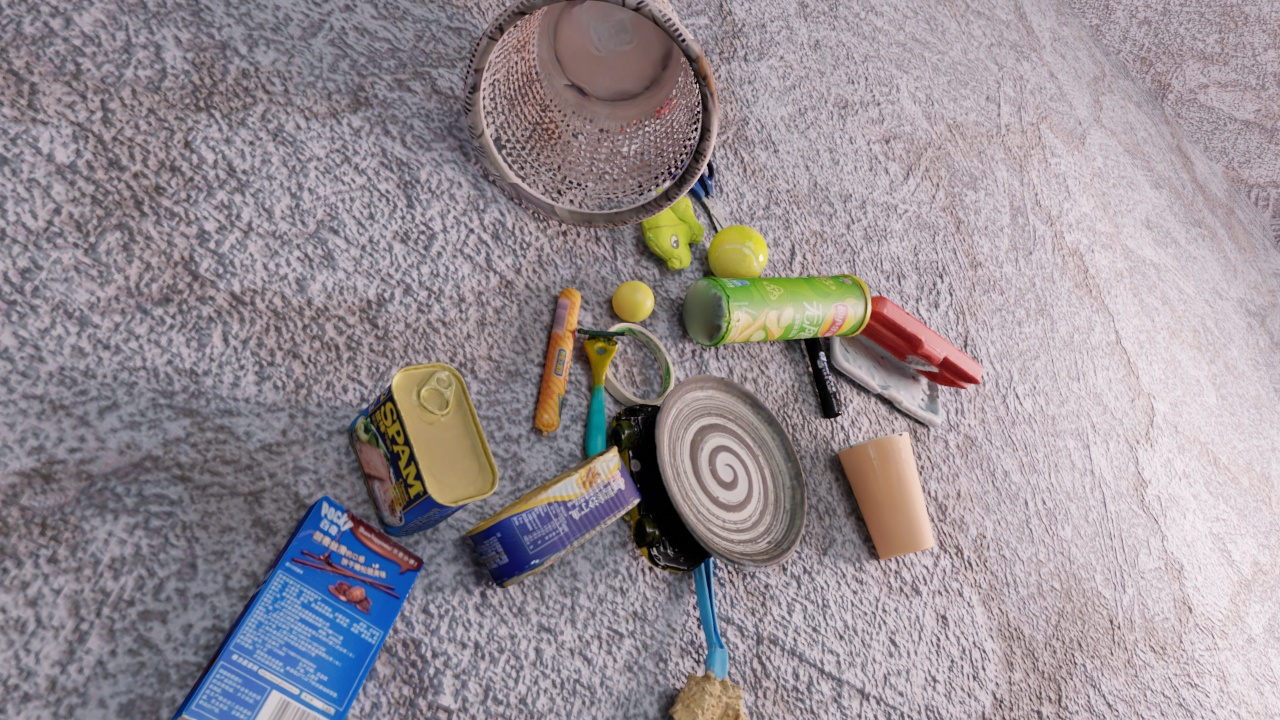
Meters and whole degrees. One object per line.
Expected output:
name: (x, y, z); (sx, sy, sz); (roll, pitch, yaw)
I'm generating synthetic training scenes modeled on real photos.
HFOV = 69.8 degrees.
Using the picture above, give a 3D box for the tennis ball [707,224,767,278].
tennis ball: (0.106, -0.115, 0.999); (0.065, 0.066, 0.065); (21, 52, -31)

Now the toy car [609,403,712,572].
toy car: (0.016, 0.109, 0.795); (0.071, 0.041, 0.155); (-2, 65, -28)

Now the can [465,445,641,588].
can: (-0.063, 0.117, 0.702); (0.147, 0.075, 0.049); (-27, 88, -46)

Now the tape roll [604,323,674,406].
tape roll: (-0.005, 0.005, 0.865); (0.085, 0.014, 0.085); (21, 53, -31)

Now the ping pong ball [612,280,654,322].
ping pong ball: (-0.007, -0.057, 0.882); (0.040, 0.040, 0.040); (21, 52, -31)

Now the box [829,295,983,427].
box: (0.311, 0.009, 1.109); (0.201, 0.095, 0.098); (29, 78, -27)

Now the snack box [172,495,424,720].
snack box: (-0.207, 0.171, 0.575); (0.084, 0.026, 0.156); (38, 45, -17)

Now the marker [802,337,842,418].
marker: (0.201, 0.003, 1.042); (0.020, 0.022, 0.132); (0, 66, -30)

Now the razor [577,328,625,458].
razor: (-0.037, 0.033, 0.805); (0.043, 0.028, 0.132); (5, 67, -8)

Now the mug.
mug: (0.264, 0.145, 0.976); (0.078, 0.078, 0.122); (-2, 72, -42)

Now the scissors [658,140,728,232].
scissors: (0.072, -0.182, 1.051); (0.141, 0.012, 0.170); (18, 55, -35)

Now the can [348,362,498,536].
can: (-0.155, 0.065, 0.644); (0.057, 0.083, 0.102); (-11, 72, -45)

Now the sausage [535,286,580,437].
sausage: (-0.072, -0.003, 0.805); (0.021, 0.022, 0.164); (27, 50, -26)

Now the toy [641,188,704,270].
toy: (0.032, -0.141, 0.976); (0.099, 0.031, 0.096); (-17, 77, -50)

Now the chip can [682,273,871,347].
chip can: (0.146, -0.055, 0.975); (0.220, 0.073, 0.072); (-5, 68, -35)

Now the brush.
brush: (0.055, 0.229, 0.768); (0.083, 0.046, 0.254); (21, 49, -26)

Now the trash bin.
trash bin: (-0.037, -0.271, 0.881); (0.227, 0.228, 0.191); (35, 34, -20)

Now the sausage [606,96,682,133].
sausage: (0.005, -0.283, 1.049); (0.020, 0.020, 0.155); (55, 43, 0)

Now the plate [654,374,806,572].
plate: (0.077, 0.098, 0.800); (0.179, 0.024, 0.179); (23, 51, -32)
